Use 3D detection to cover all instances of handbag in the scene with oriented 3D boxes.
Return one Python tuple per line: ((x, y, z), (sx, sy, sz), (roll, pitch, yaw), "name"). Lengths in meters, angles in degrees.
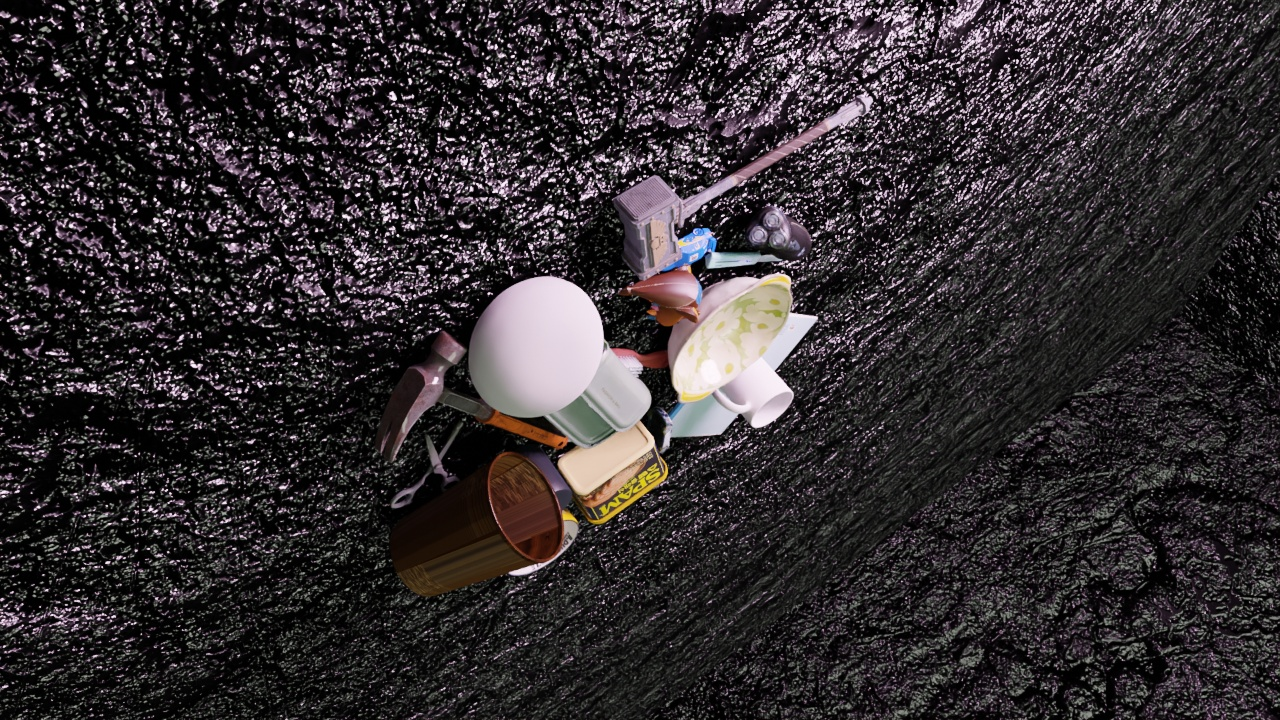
((-0.058, 0.034, 1.040), (0.106, 0.067, 0.122), (-33, 136, 8), "handbag")

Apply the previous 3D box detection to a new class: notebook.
((0.142, 0.024, 1.369), (0.180, 0.009, 0.254), (2, 132, -51), "notebook")

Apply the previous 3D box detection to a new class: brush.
((-0.007, 0.007, 1.143), (0.172, 0.030, 0.041), (-3, 136, -49), "brush")

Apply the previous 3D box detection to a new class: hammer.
((-0.169, 0.070, 1.022), (0.138, 0.035, 0.314), (-53, 154, 2), "hammer")
((0.119, -0.203, 0.968), (0.321, 0.044, 0.099), (-32, 151, -13), "hammer")

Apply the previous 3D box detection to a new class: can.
((-0.038, 0.148, 1.269), (0.135, 0.075, 0.104), (-34, 149, -9), "can")

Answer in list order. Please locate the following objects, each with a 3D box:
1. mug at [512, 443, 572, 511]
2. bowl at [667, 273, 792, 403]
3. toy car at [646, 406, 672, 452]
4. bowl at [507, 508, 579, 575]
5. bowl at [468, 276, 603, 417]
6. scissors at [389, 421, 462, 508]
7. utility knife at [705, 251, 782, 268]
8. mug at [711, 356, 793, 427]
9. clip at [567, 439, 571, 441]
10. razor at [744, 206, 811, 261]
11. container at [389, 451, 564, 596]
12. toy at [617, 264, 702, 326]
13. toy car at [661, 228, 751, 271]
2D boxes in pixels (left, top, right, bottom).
((-0.150, 0.165, 1.153), (0.105, 0.077, 0.071), (-30, 151, -16), "mug")
((0.101, -0.042, 1.170), (0.188, 0.060, 0.220), (-4, 136, -47), "bowl")
((0.029, 0.096, 1.309), (0.027, 0.038, 0.090), (-28, 151, -24), "toy car")
((-0.151, 0.234, 1.265), (0.117, 0.067, 0.117), (-29, 150, -19), "bowl")
((-0.094, -0.006, 0.916), (0.149, 0.043, 0.150), (-14, 117, -30), "bowl")
((-0.230, 0.124, 1.067), (0.142, 0.014, 0.158), (-44, 154, 11), "scissors")
((0.132, -0.127, 1.133), (0.165, 0.015, 0.022), (-10, 139, -48), "utility knife")
((0.145, 0.040, 1.287), (0.110, 0.090, 0.074), (-12, 142, -39), "mug")
((-0.075, 0.092, 1.196), (0.075, 0.023, 0.042), (4, 132, -50), "clip")
((0.172, -0.144, 1.097), (0.053, 0.063, 0.140), (-48, 150, 18), "razor")
((-0.196, 0.199, 1.069), (0.168, 0.132, 0.132), (-27, 158, 23), "container")
((0.021, -0.068, 1.061), (0.103, 0.070, 0.090), (-2, 158, -13), "toy")
((0.068, -0.112, 1.022), (0.091, 0.062, 0.033), (-28, 150, -19), "toy car")
